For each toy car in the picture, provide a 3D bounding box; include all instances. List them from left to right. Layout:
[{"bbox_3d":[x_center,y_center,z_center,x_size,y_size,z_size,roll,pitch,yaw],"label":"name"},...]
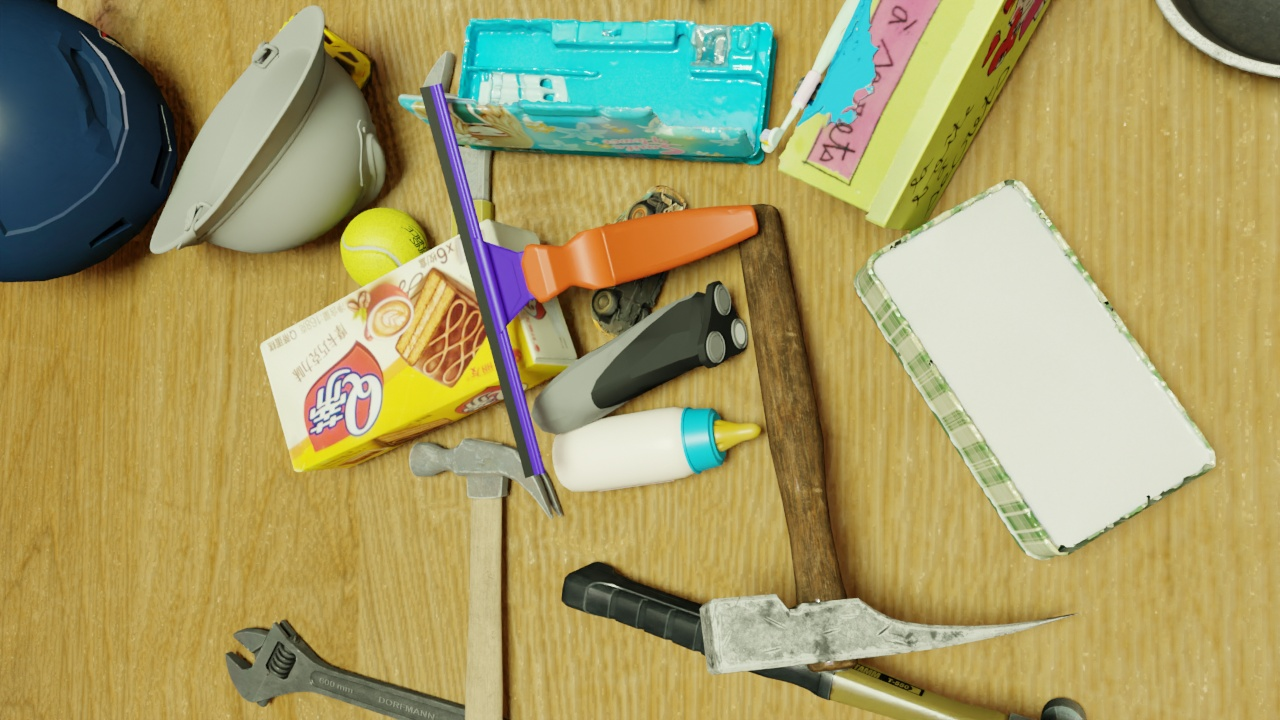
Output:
[{"bbox_3d":[-0.265,-0.251,0.760,0.107,0.030,0.049,36,102,19],"label":"toy car"},{"bbox_3d":[-0.008,-0.072,0.650,0.047,0.047,0.112,24,92,42],"label":"toy car"}]

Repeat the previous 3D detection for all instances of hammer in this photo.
[{"bbox_3d":[-0.118,0.224,0.683,0.119,0.030,0.331,-2,84,20],"label":"hammer"},{"bbox_3d":[0.098,0.190,0.577,0.333,0.117,0.025,12,97,26],"label":"hammer"},{"bbox_3d":[0.133,0.036,0.581,0.217,0.037,0.300,-4,70,-8],"label":"hammer"}]

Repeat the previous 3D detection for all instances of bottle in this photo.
[{"bbox_3d":[0.012,0.059,0.634,0.146,0.051,0.051,-11,85,20],"label":"bottle"}]

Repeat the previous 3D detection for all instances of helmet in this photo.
[{"bbox_3d":[-0.500,-0.198,0.750,0.223,0.233,0.272,4,85,-18],"label":"helmet"},{"bbox_3d":[-0.271,-0.148,0.718,0.272,0.117,0.183,-21,51,42],"label":"helmet"}]

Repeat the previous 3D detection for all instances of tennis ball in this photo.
[{"bbox_3d":[-0.197,-0.085,0.710,0.065,0.065,0.065,-1,88,21],"label":"tennis ball"}]

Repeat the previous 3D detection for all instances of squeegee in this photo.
[{"bbox_3d":[-0.016,-0.069,0.590,0.185,0.055,0.249,-14,98,-3],"label":"squeegee"}]

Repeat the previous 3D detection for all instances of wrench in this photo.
[{"bbox_3d":[-0.224,0.267,0.737,0.273,0.018,0.073,9,91,19],"label":"wrench"},{"bbox_3d":[-0.134,-0.105,0.712,0.084,0.018,0.273,0,89,21],"label":"wrench"}]

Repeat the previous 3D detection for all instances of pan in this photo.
[{"bbox_3d":[0.320,-0.287,0.530,0.357,0.055,0.187,41,105,30],"label":"pan"}]

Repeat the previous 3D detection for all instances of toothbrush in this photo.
[{"bbox_3d":[0.122,-0.203,0.602,0.015,0.022,0.154,32,84,-5],"label":"toothbrush"}]

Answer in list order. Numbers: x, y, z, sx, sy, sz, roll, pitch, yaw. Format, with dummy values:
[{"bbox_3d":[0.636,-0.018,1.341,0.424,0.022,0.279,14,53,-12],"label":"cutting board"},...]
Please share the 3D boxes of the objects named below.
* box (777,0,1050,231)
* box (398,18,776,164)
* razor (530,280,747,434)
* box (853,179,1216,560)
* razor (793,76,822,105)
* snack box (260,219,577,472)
[{"bbox_3d":[0.173,-0.187,0.529,0.081,0.124,0.221,30,106,22],"label":"box"},{"bbox_3d":[-0.033,-0.192,0.612,0.227,0.121,0.098,7,91,15],"label":"box"},{"bbox_3d":[-0.004,0.004,0.627,0.156,0.060,0.057,-24,121,10],"label":"razor"},{"bbox_3d":[0.227,0.004,0.543,0.117,0.049,0.205,-30,79,-6],"label":"box"},{"bbox_3d":[0.164,-0.219,0.603,0.144,0.022,0.042,-46,38,10],"label":"razor"},{"bbox_3d":[-0.168,-0.004,0.679,0.231,0.061,0.110,-23,79,23],"label":"snack box"}]
